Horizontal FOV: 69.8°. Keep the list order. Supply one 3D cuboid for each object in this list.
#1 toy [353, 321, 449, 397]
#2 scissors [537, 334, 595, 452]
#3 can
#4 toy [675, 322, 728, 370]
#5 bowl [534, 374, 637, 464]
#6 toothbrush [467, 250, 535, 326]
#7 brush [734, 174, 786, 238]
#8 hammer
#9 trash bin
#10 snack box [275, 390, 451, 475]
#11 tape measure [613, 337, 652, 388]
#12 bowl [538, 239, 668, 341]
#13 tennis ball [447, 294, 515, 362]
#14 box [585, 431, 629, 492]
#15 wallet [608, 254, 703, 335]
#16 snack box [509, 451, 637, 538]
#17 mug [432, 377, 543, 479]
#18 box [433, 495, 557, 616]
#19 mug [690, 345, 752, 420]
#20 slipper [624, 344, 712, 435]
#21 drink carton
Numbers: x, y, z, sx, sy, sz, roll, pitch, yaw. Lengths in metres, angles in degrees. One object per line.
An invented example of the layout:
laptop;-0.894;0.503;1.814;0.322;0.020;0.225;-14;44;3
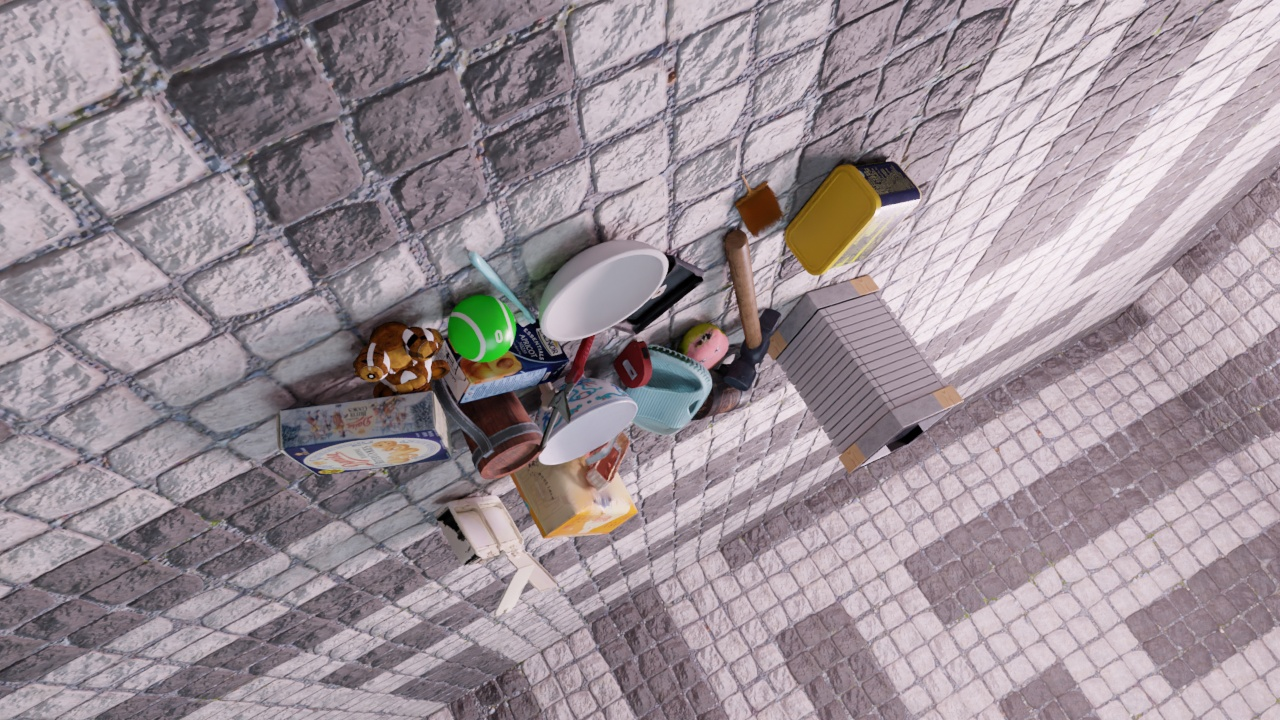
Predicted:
toy;-0.226;0.006;0.877;0.087;0.067;0.113;-23;146;-11
scissors;-0.089;0.023;1.030;0.180;0.015;0.198;-14;-136;58
can;0.261;-0.176;1.123;0.104;0.075;0.136;-17;155;-40
toy;0.081;-0.016;1.269;0.090;0.051;0.110;-33;161;-3
bowl;-0.084;0.065;1.191;0.144;0.074;0.144;-27;159;-11
toothbrush;-0.136;-0.068;0.901;0.016;0.016;0.181;-23;160;3
brush;0.130;-0.174;1.023;0.048;0.017;0.126;-34;159;7
hammer;0.140;-0.077;1.201;0.129;0.040;0.322;-61;159;-16
trash bin;0.340;0.018;1.426;0.142;0.247;0.143;-17;155;-34
snack box;-0.269;0.075;0.916;0.145;0.042;0.144;-8;164;-7
tape measure;-0.007;0.007;1.199;0.019;0.051;0.059;-10;151;-45
bowl;-0.046;-0.081;0.955;0.149;0.043;0.150;-27;159;-11
tennis ball;-0.154;-0.031;0.889;0.065;0.065;0.065;-27;159;-11
box;-0.042;0.128;1.327;0.067;0.057;0.186;-62;179;17
wallet;0.014;-0.077;1.070;0.115;0.026;0.089;-38;159;17
snack box;-0.095;0.174;1.325;0.081;0.145;0.195;-37;159;16
mug;-0.173;0.062;1.009;0.082;0.111;0.117;-37;159;16
box;-0.203;0.272;1.348;0.080;0.180;0.143;-39;165;16
mug;0.117;0.030;1.409;0.107;0.080;0.116;-8;123;-49
slipper;0.029;0.062;1.300;0.116;0.069;0.277;16;155;-1
drink carton;-0.145;0.000;0.973;0.129;0.064;0.040;-14;153;-41
